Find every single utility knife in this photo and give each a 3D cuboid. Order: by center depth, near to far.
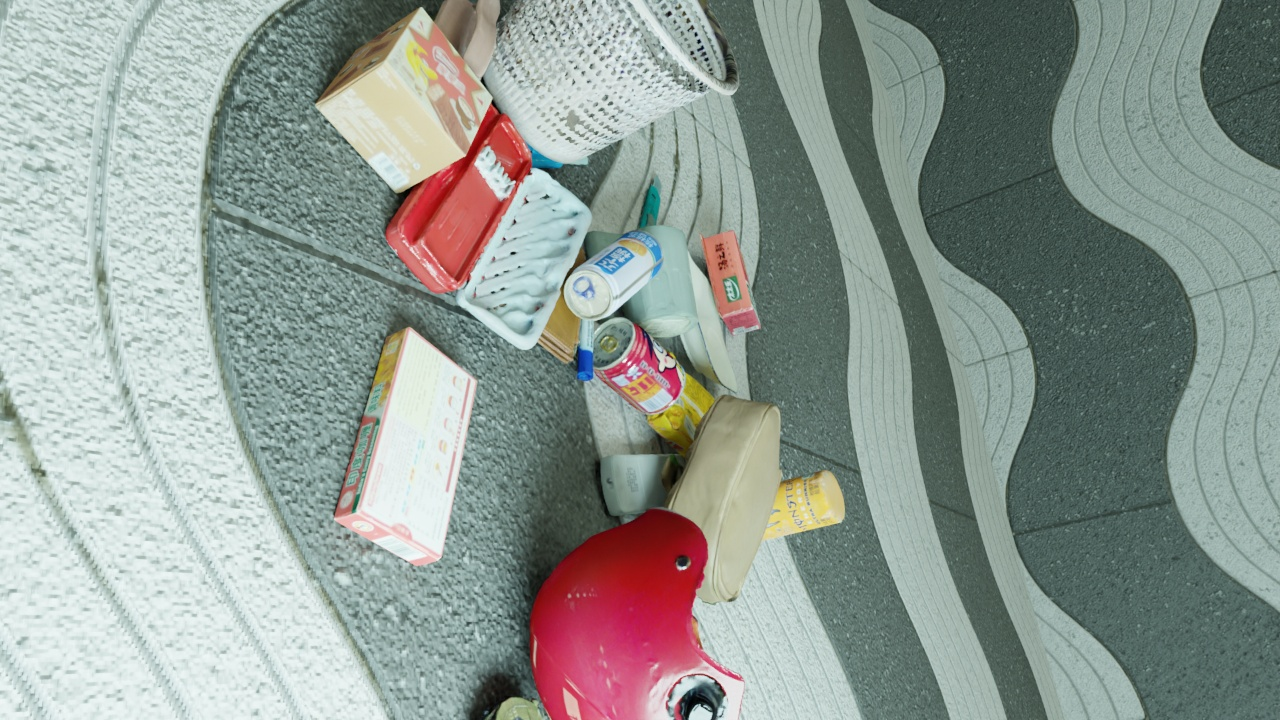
[{"bbox_3d":[-0.103,-0.214,0.950,0.207,0.018,0.034,-22,91,-63],"label":"utility knife"},{"bbox_3d":[0.011,-0.177,1.133,0.029,0.013,0.177,51,33,-33],"label":"utility knife"}]

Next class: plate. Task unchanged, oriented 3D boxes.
[{"bbox_3d":[0.071,-0.043,1.102,0.164,0.034,0.163,40,35,-66],"label":"plate"}]

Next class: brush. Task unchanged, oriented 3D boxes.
[{"bbox_3d":[-0.163,-0.285,0.832,0.063,0.073,0.145,46,34,-36],"label":"brush"}]

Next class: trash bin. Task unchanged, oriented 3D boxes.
[{"bbox_3d":[-0.043,-0.309,0.909,0.227,0.193,0.227,40,32,-33],"label":"trash bin"}]

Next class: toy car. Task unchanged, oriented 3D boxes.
[{"bbox_3d":[-0.077,0.312,0.631,0.070,0.042,0.158,-9,83,-61],"label":"toy car"}]

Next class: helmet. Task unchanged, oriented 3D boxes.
[{"bbox_3d":[-0.003,0.238,0.678,0.207,0.144,0.240,104,-29,-75],"label":"helmet"}]

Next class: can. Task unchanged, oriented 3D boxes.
[{"bbox_3d":[-0.024,-0.084,0.893,0.053,0.053,0.134,63,30,-12],"label":"can"},{"bbox_3d":[-0.005,0.005,0.927,0.094,0.067,0.066,41,39,-41],"label":"can"},{"bbox_3d":[0.147,0.165,1.009,0.058,0.146,0.058,39,41,-44],"label":"can"}]

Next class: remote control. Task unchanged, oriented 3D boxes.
[{"bbox_3d":[0.007,0.124,0.921,0.149,0.021,0.058,10,66,-59],"label":"remote control"}]

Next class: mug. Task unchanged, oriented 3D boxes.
[{"bbox_3d":[0.000,-0.085,0.998,0.123,0.084,0.103,2,70,-32],"label":"mug"}]

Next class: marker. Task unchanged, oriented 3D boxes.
[{"bbox_3d":[-0.054,-0.042,0.918,0.017,0.017,0.145,41,36,-42],"label":"marker"}]

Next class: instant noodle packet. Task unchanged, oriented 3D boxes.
[{"bbox_3d":[0.048,0.059,1.012,0.128,0.044,0.110,47,29,-42],"label":"instant noodle packet"}]

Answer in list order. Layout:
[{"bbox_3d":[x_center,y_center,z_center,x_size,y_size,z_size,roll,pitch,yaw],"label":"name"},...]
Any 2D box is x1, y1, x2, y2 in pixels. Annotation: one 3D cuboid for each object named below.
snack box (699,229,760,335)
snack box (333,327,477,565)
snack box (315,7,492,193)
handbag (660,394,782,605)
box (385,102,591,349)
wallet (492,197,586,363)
[{"bbox_3d":[0.120,-0.103,1.208,0.127,0.044,0.113,41,36,-73],"label":"snack box"},{"bbox_3d":[-0.163,0.059,0.656,0.077,0.027,0.155,44,37,-39],"label":"snack box"},{"bbox_3d":[-0.185,-0.208,0.735,0.093,0.077,0.094,50,34,-33],"label":"snack box"},{"bbox_3d":[0.078,0.138,0.916,0.204,0.100,0.148,-62,150,-32],"label":"handbag"},{"bbox_3d":[-0.123,-0.119,0.801,0.160,0.050,0.200,45,42,-25],"label":"box"},{"bbox_3d":[-0.085,-0.073,0.870,0.119,0.035,0.130,44,39,-41],"label":"wallet"}]
